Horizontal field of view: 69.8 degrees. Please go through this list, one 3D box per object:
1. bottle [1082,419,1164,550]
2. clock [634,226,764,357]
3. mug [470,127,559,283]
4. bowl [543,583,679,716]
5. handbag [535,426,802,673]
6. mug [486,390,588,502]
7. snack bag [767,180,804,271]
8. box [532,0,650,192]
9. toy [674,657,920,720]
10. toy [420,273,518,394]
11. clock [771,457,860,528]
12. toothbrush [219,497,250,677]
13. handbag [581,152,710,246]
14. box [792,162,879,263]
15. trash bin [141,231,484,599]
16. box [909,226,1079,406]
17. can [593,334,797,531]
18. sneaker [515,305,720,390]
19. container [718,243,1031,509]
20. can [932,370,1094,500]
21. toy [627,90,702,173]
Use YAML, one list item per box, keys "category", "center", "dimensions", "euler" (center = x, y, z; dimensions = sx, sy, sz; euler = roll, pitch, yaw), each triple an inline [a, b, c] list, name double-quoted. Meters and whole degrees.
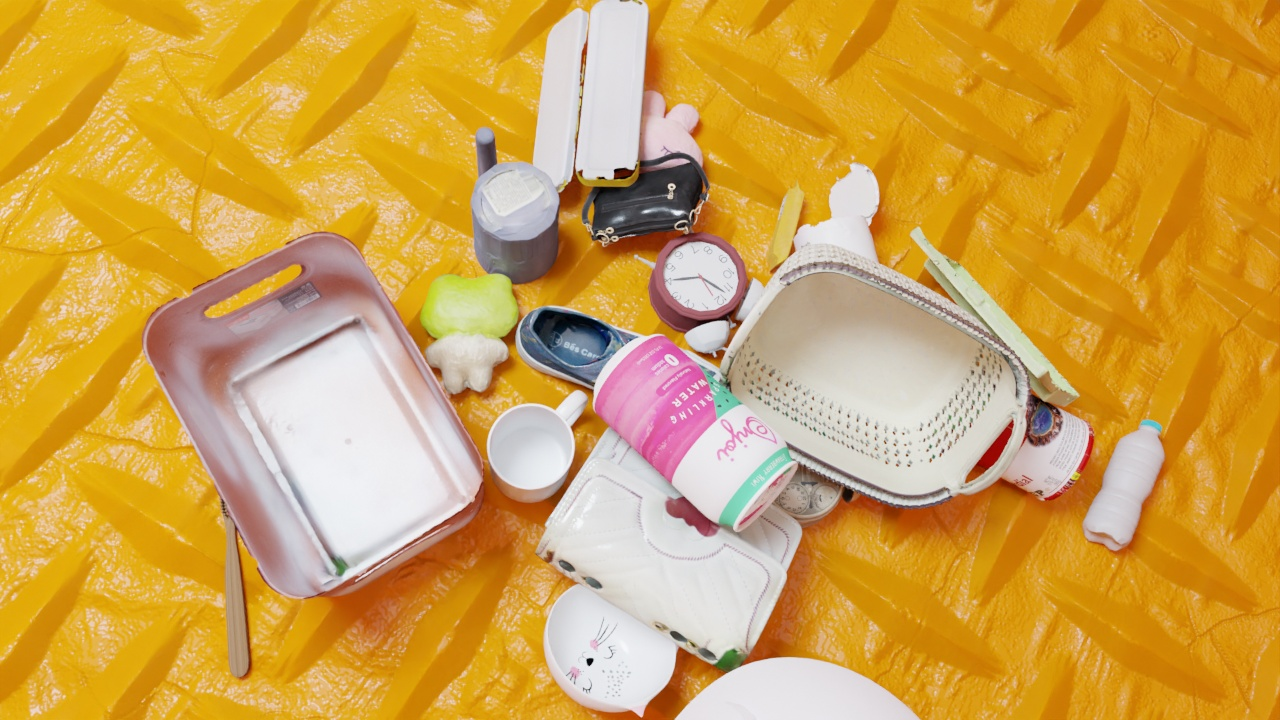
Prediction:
- category: "bottle"
  center: [0.481, 0.119, 0.905]
  dimensions: [0.044, 0.044, 0.136]
  euler: [32, 73, 2]
- category: "clock"
  center: [0.064, -0.068, 0.901]
  dimensions: [0.096, 0.048, 0.137]
  euler: [-40, 82, -16]
- category: "mug"
  center: [-0.125, -0.147, 0.869]
  dimensions: [0.083, 0.104, 0.124]
  euler: [-21, 79, -12]
- category: "bowl"
  center: [-0.031, 0.251, 0.785]
  dimensions: [0.114, 0.051, 0.114]
  euler: [14, 42, -13]
- category: "handbag"
  center: [0.025, 0.158, 0.792]
  dimensions: [0.198, 0.096, 0.141]
  euler: [30, 54, 2]
- category: "mug"
  center: [-0.086, 0.071, 0.820]
  dimensions: [0.074, 0.091, 0.110]
  euler: [40, 73, 5]
- category: "snack bag"
  center: [0.150, -0.137, 0.944]
  dimensions: [0.020, 0.026, 0.099]
  euler: [18, 72, -2]
- category: "box"
  center: [-0.053, -0.262, 0.916]
  dimensions: [0.128, 0.045, 0.209]
  euler: [-6, 71, 27]
- category: "toy"
  center: [0.127, 0.368, 0.687]
  dimensions: [0.280, 0.266, 0.262]
  euler: [38, 87, -25]
- category: "toy"
  center: [-0.161, -0.025, 0.863]
  dimensions: [0.092, 0.043, 0.117]
  euler: [-1, 76, -6]
- category: "clock"
  center: [0.165, 0.110, 0.862]
  dimensions: [0.141, 0.055, 0.093]
  euler: [0, 75, -5]
- category: "toothbrush"
  center: [-0.352, 0.187, 0.792]
  dimensions: [0.016, 0.016, 0.166]
  euler: [-8, 76, -9]
- category: "handbag"
  center: [0.004, -0.151, 0.892]
  dimensions: [0.129, 0.054, 0.079]
  euler: [-8, 48, 16]
- category: "box"
  center: [0.197, -0.115, 0.915]
  dimensions: [0.094, 0.084, 0.165]
  euler: [-11, 83, -23]
- category: "trash bin"
  center: [-0.257, 0.056, 0.768]
  dimensions: [0.181, 0.157, 0.259]
  euler: [-31, 79, -14]
- category: "box"
  center: [0.330, -0.040, 0.866]
  dimensions: [0.030, 0.138, 0.187]
  euler: [-44, 58, 21]
- category: "can"
  center: [0.042, 0.057, 0.755]
  dimensions: [0.088, 0.088, 0.166]
  euler: [-42, 69, -16]
- category: "sneaker"
  center: [-0.005, 0.005, 0.855]
  dimensions: [0.235, 0.079, 0.087]
  euler: [25, 73, 0]
- category: "container"
  center: [0.198, 0.007, 0.808]
  dimensions: [0.251, 0.143, 0.185]
  euler: [26, 116, -4]
- category: "can"
  center: [0.356, 0.070, 0.880]
  dimensions: [0.116, 0.087, 0.086]
  euler: [28, 73, 1]
- category: "toy"
  center: [0.017, -0.231, 0.942]
  dimensions: [0.108, 0.053, 0.104]
  euler: [18, 58, -1]
